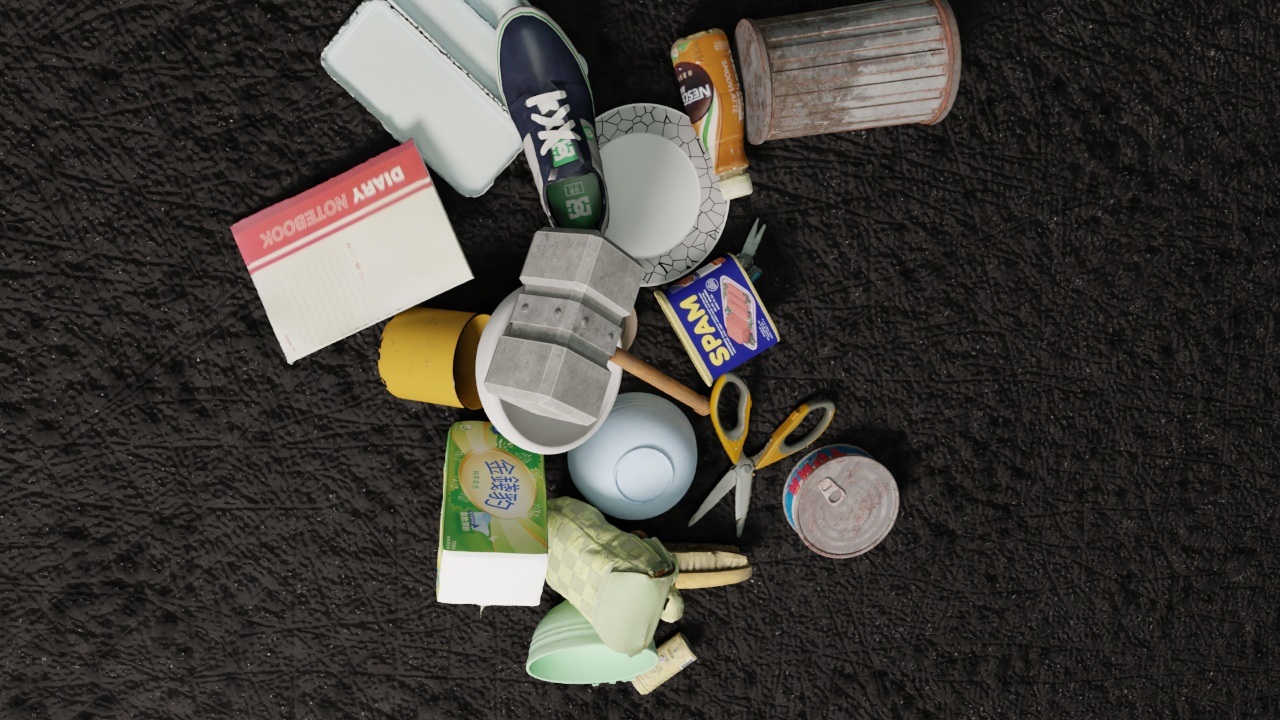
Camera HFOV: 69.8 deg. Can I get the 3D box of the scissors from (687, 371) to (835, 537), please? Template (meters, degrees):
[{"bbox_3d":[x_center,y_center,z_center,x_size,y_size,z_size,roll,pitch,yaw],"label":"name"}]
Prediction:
[{"bbox_3d":[0.138,0.107,1.069,0.216,0.016,0.225,-11,117,-15],"label":"scissors"}]

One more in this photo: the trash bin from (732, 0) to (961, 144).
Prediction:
[{"bbox_3d":[0.211,-0.294,0.926,0.211,0.130,0.131,-9,106,-6],"label":"trash bin"}]

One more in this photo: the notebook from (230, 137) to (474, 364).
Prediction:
[{"bbox_3d":[-0.288,-0.108,0.910,0.209,0.012,0.153,-24,90,6],"label":"notebook"}]

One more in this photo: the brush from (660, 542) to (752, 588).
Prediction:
[{"bbox_3d":[0.034,0.238,1.071,0.195,0.059,0.043,1,93,-3],"label":"brush"}]

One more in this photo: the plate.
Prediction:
[{"bbox_3d":[0.002,-0.173,0.972,0.188,0.016,0.189,-3,102,-14],"label":"plate"}]

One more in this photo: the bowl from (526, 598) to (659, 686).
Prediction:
[{"bbox_3d":[-0.056,0.315,1.052,0.151,0.076,0.151,-3,146,-2],"label":"bowl"}]

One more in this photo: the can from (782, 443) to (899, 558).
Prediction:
[{"bbox_3d":[0.239,0.168,1.097,0.130,0.044,0.130,-2,105,-9],"label":"can"}]

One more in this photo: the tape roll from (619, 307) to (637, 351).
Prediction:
[{"bbox_3d":[-0.052,-0.042,0.997,0.093,0.030,0.094,-2,105,-9],"label":"tape roll"}]

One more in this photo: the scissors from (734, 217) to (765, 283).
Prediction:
[{"bbox_3d":[0.100,-0.082,1.020,0.144,0.019,0.126,-28,107,-4],"label":"scissors"}]

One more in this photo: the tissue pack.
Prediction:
[{"bbox_3d":[-0.158,0.177,0.960,0.120,0.197,0.142,8,126,-7],"label":"tissue pack"}]

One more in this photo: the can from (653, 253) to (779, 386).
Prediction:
[{"bbox_3d":[0.083,-0.046,0.986,0.092,0.056,0.116,-30,105,1],"label":"can"}]

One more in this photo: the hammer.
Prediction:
[{"bbox_3d":[-0.006,0.005,0.934,0.317,0.083,0.162,31,73,-51],"label":"hammer"}]

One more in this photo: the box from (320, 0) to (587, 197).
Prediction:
[{"bbox_3d":[-0.182,-0.290,0.902,0.209,0.037,0.189,40,103,-11],"label":"box"}]

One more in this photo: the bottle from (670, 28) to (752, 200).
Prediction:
[{"bbox_3d":[0.079,-0.249,0.940,0.059,0.059,0.167,-17,99,-5],"label":"bottle"}]

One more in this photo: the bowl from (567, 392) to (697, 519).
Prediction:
[{"bbox_3d":[-0.002,0.117,1.025,0.150,0.074,0.151,-3,105,-10],"label":"bowl"}]

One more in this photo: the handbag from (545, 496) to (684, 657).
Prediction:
[{"bbox_3d":[-0.029,0.219,0.992,0.116,0.186,0.113,-8,123,-47],"label":"handbag"}]

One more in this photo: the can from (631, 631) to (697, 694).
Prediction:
[{"bbox_3d":[0.026,0.369,1.116,0.079,0.038,0.038,-36,108,1],"label":"can"}]

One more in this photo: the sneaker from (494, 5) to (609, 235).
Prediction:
[{"bbox_3d":[-0.078,-0.218,0.875,0.084,0.079,0.235,-17,111,-1],"label":"sneaker"}]

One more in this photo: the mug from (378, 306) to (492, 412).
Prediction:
[{"bbox_3d":[-0.198,0.001,0.942,0.094,0.124,0.100,7,71,21],"label":"mug"}]

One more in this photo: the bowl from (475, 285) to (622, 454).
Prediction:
[{"bbox_3d":[-0.101,0.003,0.930,0.176,0.066,0.176,-7,101,-45],"label":"bowl"}]
